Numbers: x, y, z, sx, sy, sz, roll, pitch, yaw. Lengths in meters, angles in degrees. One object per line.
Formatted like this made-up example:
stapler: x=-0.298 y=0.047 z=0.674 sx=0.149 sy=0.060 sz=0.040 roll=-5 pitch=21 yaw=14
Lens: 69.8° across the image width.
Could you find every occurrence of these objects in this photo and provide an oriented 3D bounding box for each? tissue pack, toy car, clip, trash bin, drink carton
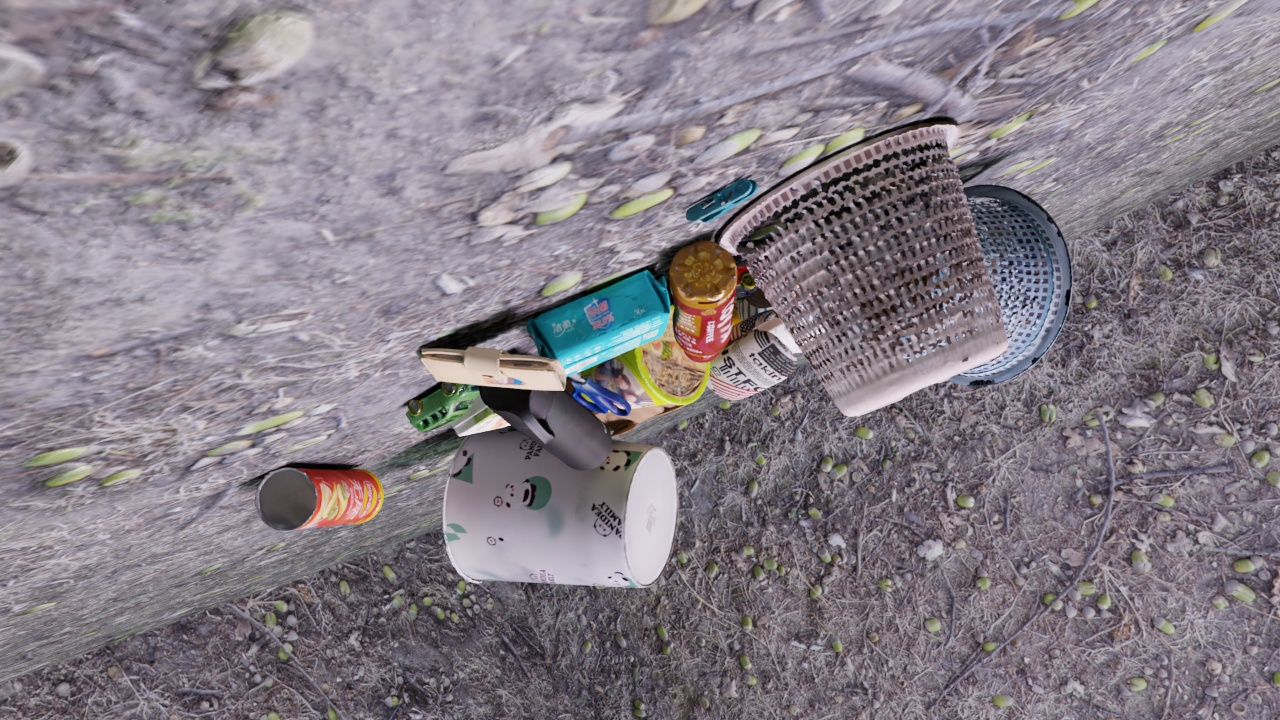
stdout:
tissue pack: x=-0.033 y=-0.033 z=0.831 sx=0.133 sy=0.050 sz=0.093 roll=-23 pitch=170 yaw=-7
toy car: x=0.069 y=-0.074 z=0.912 sx=0.106 sy=0.031 sz=0.049 roll=-9 pitch=164 yaw=-12
clip: x=0.061 y=-0.117 z=0.674 sx=0.056 sy=0.014 sz=0.039 roll=-26 pitch=173 yaw=29
toy car: x=-0.198 y=0.043 z=0.932 sx=0.091 sy=0.036 sz=0.043 roll=-32 pitch=167 yaw=31
trash bin: x=-0.097 y=0.198 z=1.237 sx=0.252 sy=0.229 sz=0.229 roll=1 pitch=-178 yaw=23
trash bin: x=0.207 y=-0.065 z=0.794 sx=0.227 sy=0.192 sz=0.227 roll=-23 pitch=173 yaw=-3
drink carton: x=-0.160 y=0.048 z=1.023 sx=0.054 sy=0.045 sz=0.122 roll=-31 pitch=170 yaw=22
trash bin: x=0.304 y=-0.083 z=0.979 sx=0.194 sy=0.226 sz=0.227 roll=-1 pitch=160 yaw=-37

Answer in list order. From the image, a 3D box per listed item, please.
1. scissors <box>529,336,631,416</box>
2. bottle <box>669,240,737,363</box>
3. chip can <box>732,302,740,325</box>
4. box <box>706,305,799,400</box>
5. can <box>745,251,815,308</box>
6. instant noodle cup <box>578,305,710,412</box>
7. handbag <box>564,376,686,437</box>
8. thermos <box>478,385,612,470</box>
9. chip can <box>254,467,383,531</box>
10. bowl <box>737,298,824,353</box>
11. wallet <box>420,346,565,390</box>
scissors: x=-0.075 y=0.016 z=0.941 sx=0.174 sy=0.012 sz=0.108 roll=33 pitch=156 yaw=-30
bottle: x=0.058 y=-0.046 z=0.849 sx=0.057 sy=0.057 sz=0.175 roll=-23 pitch=159 yaw=-5
chip can: x=0.154 y=-0.048 z=1.188 sx=0.212 sy=0.072 sz=0.072 roll=-15 pitch=169 yaw=-47
box: x=0.122 y=-0.017 z=1.000 sx=0.087 sy=0.076 sz=0.163 roll=-55 pitch=-172 yaw=-24
can: x=0.168 y=-0.091 z=1.005 sx=0.132 sy=0.053 sz=0.053 roll=-15 pitch=168 yaw=-47
instant noodle cup: x=-0.006 y=0.006 z=1.008 sx=0.111 sy=0.111 sz=0.124 roll=-15 pitch=177 yaw=-45
handbag: x=-0.026 y=0.043 z=1.179 sx=0.205 sy=0.099 sz=0.147 roll=-20 pitch=175 yaw=28
thermos: x=-0.095 y=0.071 z=0.998 sx=0.068 sy=0.090 sz=0.242 roll=-30 pitch=156 yaw=5
chip can: x=-0.375 y=0.163 z=1.087 sx=0.073 sy=0.073 sz=0.216 roll=-23 pitch=172 yaw=1
bowl: x=0.171 y=-0.047 z=1.077 sx=0.116 sy=0.066 sz=0.116 roll=2 pitch=-165 yaw=-1
wallet: x=-0.124 y=0.007 z=0.778 sx=0.115 sy=0.024 sz=0.087 roll=6 pitch=164 yaw=2
